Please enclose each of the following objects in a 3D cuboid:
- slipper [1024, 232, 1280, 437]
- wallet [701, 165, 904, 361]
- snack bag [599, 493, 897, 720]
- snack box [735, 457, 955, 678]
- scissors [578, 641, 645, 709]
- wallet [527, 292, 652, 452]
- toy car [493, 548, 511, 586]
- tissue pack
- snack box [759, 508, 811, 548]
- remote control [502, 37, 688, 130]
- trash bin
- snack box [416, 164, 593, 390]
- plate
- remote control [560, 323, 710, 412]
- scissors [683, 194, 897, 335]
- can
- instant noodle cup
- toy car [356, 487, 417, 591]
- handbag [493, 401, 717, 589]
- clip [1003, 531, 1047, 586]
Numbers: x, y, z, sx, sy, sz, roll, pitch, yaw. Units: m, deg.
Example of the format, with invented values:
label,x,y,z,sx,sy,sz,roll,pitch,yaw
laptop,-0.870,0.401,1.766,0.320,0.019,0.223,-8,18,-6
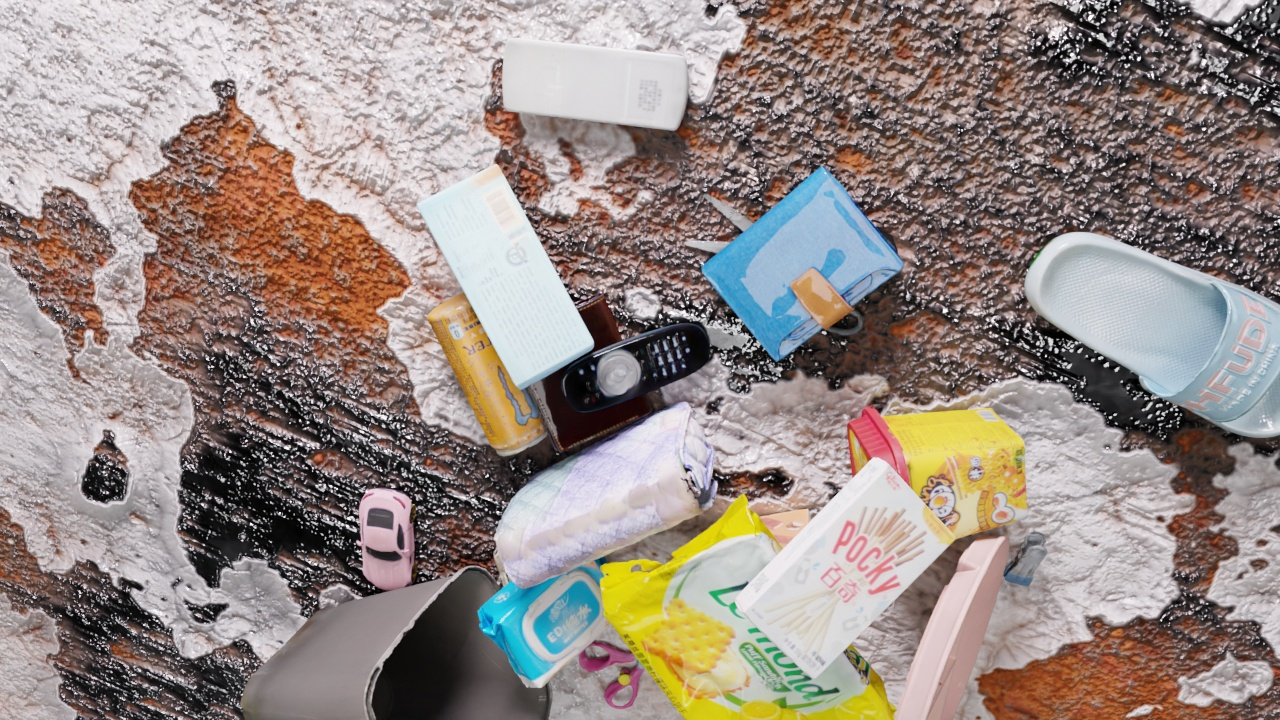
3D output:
label,x,y,z,sx,sy,sz,roll,pitch,yaw
slipper,0.419,-0.020,0.713,0.245,0.074,0.104,28,113,-1
wallet,0.130,-0.076,0.747,0.133,0.040,0.106,-39,93,24
snack bag,0.090,0.240,0.774,0.158,0.068,0.246,-31,104,19
snack box,0.156,0.158,0.700,0.157,0.027,0.084,-45,103,0
scissors,-0.005,0.306,0.954,0.105,0.017,0.136,42,108,-2
wallet,-0.054,0.012,0.821,0.096,0.020,0.122,-23,107,-3
toy car,-0.119,0.223,0.927,0.042,0.035,0.090,-13,107,13
tissue pack,-0.081,0.238,0.881,0.063,0.139,0.090,-3,121,59
snack box,0.128,0.204,0.843,0.077,0.094,0.093,-14,109,15
remote control,-0.036,-0.222,0.735,0.150,0.021,0.058,9,113,6
trash bin,-0.244,0.332,0.898,0.220,0.198,0.199,-13,110,31
snack box,-0.111,-0.068,0.764,0.074,0.051,0.175,-29,92,-7
plate,0.263,0.253,0.783,0.028,0.228,0.230,20,117,30
remote control,-0.005,0.005,0.808,0.136,0.024,0.053,-20,109,-8
scissors,0.131,-0.085,0.770,0.174,0.014,0.159,-19,105,19
can,-0.136,0.011,0.828,0.058,0.058,0.146,-18,108,16
instant noodle cup,0.250,0.097,0.776,0.123,0.116,0.116,-11,110,1
toy car,-0.258,0.185,0.934,0.056,0.037,0.122,8,114,8
handbag,-0.025,0.120,0.814,0.194,0.134,0.075,-28,103,19
clip,0.354,0.184,0.838,0.024,0.029,0.057,17,121,4
